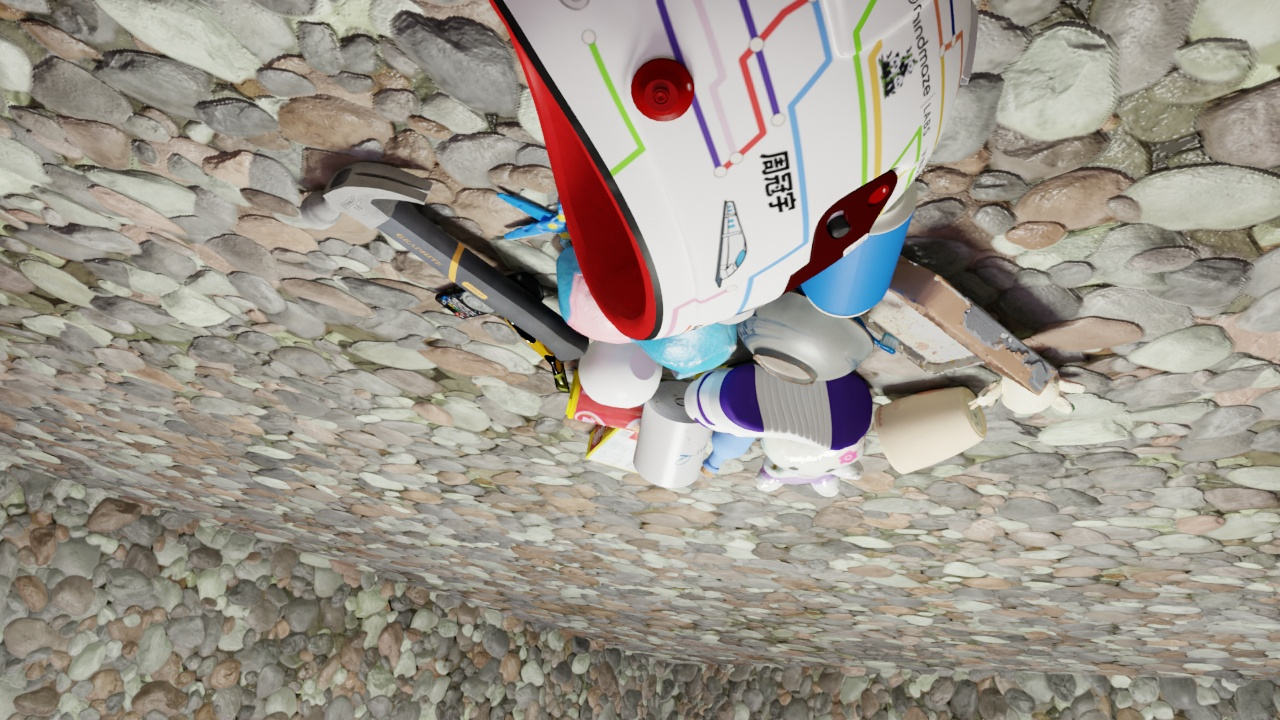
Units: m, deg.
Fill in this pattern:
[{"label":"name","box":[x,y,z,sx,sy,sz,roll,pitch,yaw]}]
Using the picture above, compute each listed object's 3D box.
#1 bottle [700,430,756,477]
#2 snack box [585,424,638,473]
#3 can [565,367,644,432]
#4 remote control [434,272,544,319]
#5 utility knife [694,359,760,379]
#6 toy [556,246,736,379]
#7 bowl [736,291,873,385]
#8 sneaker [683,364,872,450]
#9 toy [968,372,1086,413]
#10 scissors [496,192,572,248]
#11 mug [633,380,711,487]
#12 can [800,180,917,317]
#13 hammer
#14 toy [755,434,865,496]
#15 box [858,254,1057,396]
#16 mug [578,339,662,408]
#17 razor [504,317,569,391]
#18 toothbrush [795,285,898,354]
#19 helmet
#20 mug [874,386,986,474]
[{"label":"bottle","box":[0.116,0.089,1.122,0.048,0.048,0.131,24,110,-28]},{"label":"snack box","box":[-0.005,0.107,1.295,0.092,0.042,0.201,17,154,-14]},{"label":"can","box":[-0.028,0.052,1.159,0.124,0.066,0.067,12,155,-4]},{"label":"remote control","box":[-0.167,-0.071,1.007,0.141,0.021,0.045,-9,143,40]},{"label":"utility knife","box":[0.154,0.003,1.044,0.234,0.020,0.028,-14,154,42]},{"label":"toy","box":[0.006,-0.056,0.896,0.191,0.098,0.224,17,156,6]},{"label":"bowl","box":[0.152,-0.014,0.914,0.151,0.056,0.151,24,168,5]},{"label":"sneaker","box":[0.152,0.053,1.038,0.243,0.091,0.111,9,170,-37]},{"label":"toy","box":[0.408,0.030,0.970,0.112,0.050,0.087,5,154,19]},{"label":"scissors","box":[-0.077,-0.129,0.867,0.126,0.014,0.130,-9,146,32]},{"label":"mug","box":[0.051,0.081,1.102,0.083,0.119,0.097,32,128,29]},{"label":"can","box":[0.174,-0.100,0.751,0.079,0.078,0.146,6,155,8]},{"label":"hammer","box":[-0.176,-0.087,0.925,0.140,0.035,0.312,-16,138,42]},{"label":"toy","box":[0.220,0.118,1.186,0.138,0.085,0.209,5,156,5]},{"label":"box","box":[0.287,-0.033,0.886,0.216,0.071,0.157,28,163,-34]},{"label":"mug","box":[-0.006,0.006,1.049,0.123,0.090,0.076,-12,180,-37]},{"label":"razor","box":[-0.123,-0.015,1.096,0.021,0.044,0.144,-26,140,11]},{"label":"toothbrush","box":[0.200,-0.042,0.883,0.132,0.016,0.021,31,173,-21]},{"label":"helmet","box":[0.053,-0.162,0.489,0.236,0.231,0.315,-26,148,-5]},{"label":"mug","box":[0.345,0.075,1.068,0.105,0.085,0.111,-25,167,35]}]
